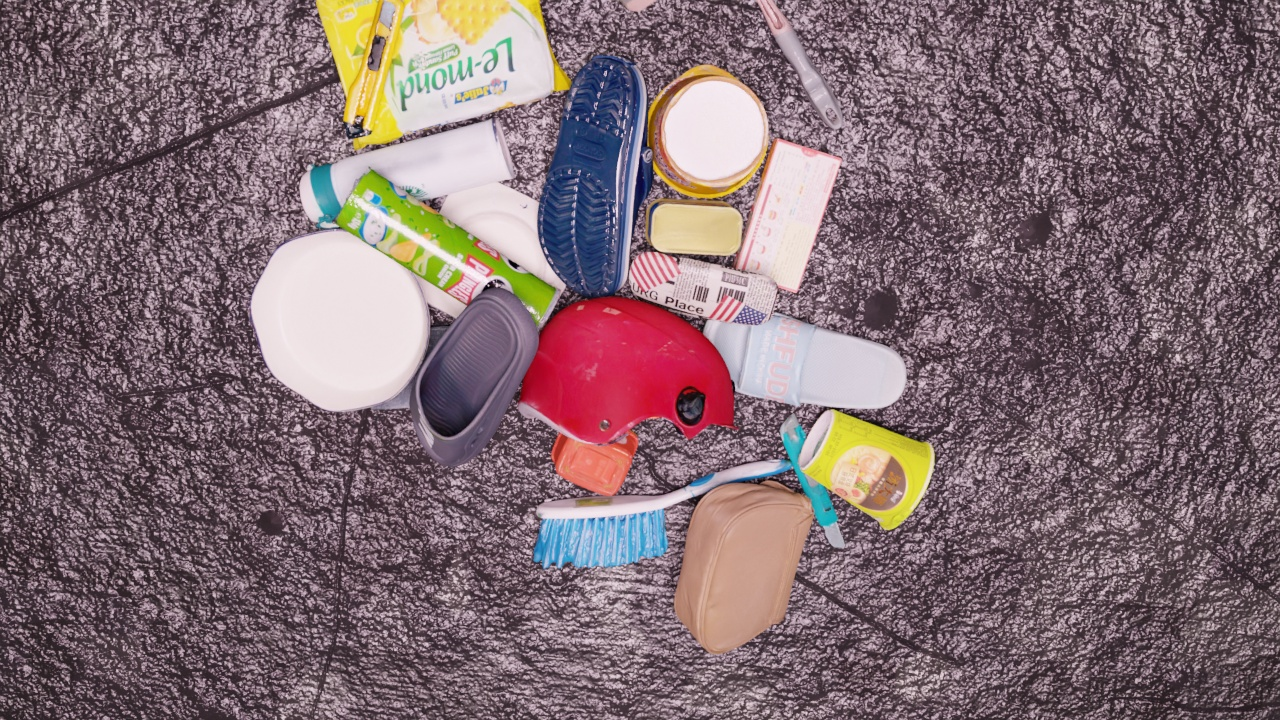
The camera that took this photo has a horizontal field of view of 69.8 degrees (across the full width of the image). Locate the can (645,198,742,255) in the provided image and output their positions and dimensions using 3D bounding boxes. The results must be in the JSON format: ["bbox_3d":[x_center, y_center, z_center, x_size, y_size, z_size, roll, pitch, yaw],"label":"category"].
[{"bbox_3d":[0.057,-0.145,1.001,0.102,0.083,0.057,3,102,-2],"label":"can"}]

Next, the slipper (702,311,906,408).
[{"bbox_3d":[0.187,0.006,1.043,0.245,0.074,0.104,12,103,-5],"label":"slipper"}]

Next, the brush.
[{"bbox_3d":[0.027,0.180,1.092,0.314,0.060,0.109,-3,99,-3],"label":"brush"}]

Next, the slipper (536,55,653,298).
[{"bbox_3d":[-0.041,-0.195,0.986,0.105,0.095,0.253,17,111,27],"label":"slipper"}]

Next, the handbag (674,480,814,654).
[{"bbox_3d":[0.115,0.231,1.063,0.147,0.100,0.205,-4,118,-29],"label":"handbag"}]

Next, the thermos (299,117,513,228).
[{"bbox_3d":[-0.253,-0.199,0.991,0.224,0.073,0.073,-14,102,2],"label":"thermos"}]

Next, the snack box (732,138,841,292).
[{"bbox_3d":[0.163,-0.161,1.029,0.077,0.027,0.156,16,102,-5],"label":"snack box"}]

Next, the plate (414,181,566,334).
[{"bbox_3d":[-0.162,-0.110,1.031,0.164,0.034,0.164,25,100,-7],"label":"plate"}]

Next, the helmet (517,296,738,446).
[{"bbox_3d":[-0.006,0.006,0.977,0.239,0.207,0.144,2,95,-26],"label":"helmet"}]

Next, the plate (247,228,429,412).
[{"bbox_3d":[-0.329,-0.046,1.023,0.205,0.045,0.205,2,103,8],"label":"plate"}]

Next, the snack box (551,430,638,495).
[{"bbox_3d":[-0.054,0.110,1.058,0.091,0.080,0.082,24,102,-7],"label":"snack box"}]

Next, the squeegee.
[{"bbox_3d":[0.148,-0.356,0.980,0.248,0.040,0.249,-30,107,21],"label":"squeegee"}]

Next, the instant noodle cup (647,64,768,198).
[{"bbox_3d":[0.073,-0.239,0.968,0.138,0.109,0.138,0,102,0],"label":"instant noodle cup"}]

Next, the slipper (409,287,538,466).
[{"bbox_3d":[-0.198,0.029,0.967,0.110,0.083,0.269,47,133,10],"label":"slipper"}]

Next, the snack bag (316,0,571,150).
[{"bbox_3d":[-0.208,-0.329,0.963,0.246,0.068,0.158,-14,101,3],"label":"snack bag"}]

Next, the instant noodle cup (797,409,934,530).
[{"bbox_3d":[0.252,0.118,1.053,0.123,0.111,0.112,26,101,-2],"label":"instant noodle cup"}]

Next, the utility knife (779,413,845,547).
[{"bbox_3d":[0.209,0.149,1.105,0.029,0.013,0.182,-24,102,3],"label":"utility knife"}]

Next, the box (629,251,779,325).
[{"bbox_3d":[0.070,-0.084,0.993,0.162,0.087,0.075,15,59,4],"label":"box"}]

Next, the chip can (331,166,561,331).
[{"bbox_3d":[-0.201,-0.107,0.961,0.236,0.072,0.072,33,100,-16],"label":"chip can"}]

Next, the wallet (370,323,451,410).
[{"bbox_3d":[-0.262,0.008,1.063,0.121,0.019,0.097,-3,103,2],"label":"wallet"}]

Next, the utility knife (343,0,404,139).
[{"bbox_3d":[-0.264,-0.319,0.922,0.033,0.015,0.202,17,100,-7],"label":"utility knife"}]
